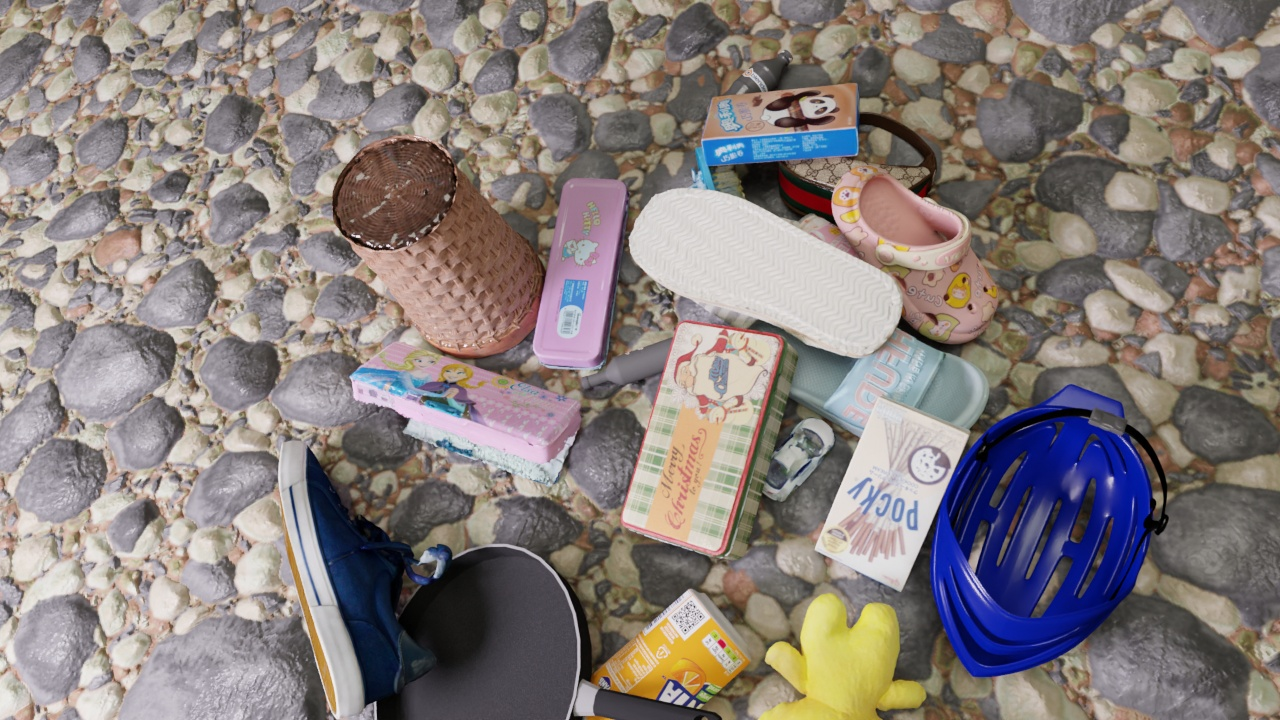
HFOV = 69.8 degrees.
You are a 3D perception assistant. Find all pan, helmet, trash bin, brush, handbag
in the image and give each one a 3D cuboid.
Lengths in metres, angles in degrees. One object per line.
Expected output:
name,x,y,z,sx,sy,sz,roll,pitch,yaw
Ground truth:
pan,-0.084,0.272,0.759,0.357,0.034,0.225,-2,65,34
helmet,0.303,0.123,0.688,0.148,0.228,0.241,23,78,20
trash bin,-0.191,-0.107,0.899,0.151,0.210,0.151,-4,69,10
brush,0.070,-0.162,0.948,0.075,0.055,0.135,-13,66,2
handbag,0.216,-0.202,0.937,0.166,0.063,0.138,25,58,25

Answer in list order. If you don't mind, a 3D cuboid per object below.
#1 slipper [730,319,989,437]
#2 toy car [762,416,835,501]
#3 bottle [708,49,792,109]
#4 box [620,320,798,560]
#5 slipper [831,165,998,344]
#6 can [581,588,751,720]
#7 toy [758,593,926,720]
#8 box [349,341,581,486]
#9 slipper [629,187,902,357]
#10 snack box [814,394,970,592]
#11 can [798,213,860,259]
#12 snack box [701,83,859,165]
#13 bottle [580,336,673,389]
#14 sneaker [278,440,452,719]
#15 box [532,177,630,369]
slipper,0.192,0.006,0.845,0.245,0.074,0.104,22,76,21
toy car,0.143,0.089,0.847,0.039,0.027,0.089,39,81,25
bottle,0.122,-0.298,1.000,0.110,0.036,0.036,-43,66,-6
box,0.063,0.069,0.832,0.118,0.050,0.205,12,80,37
slipper,0.257,-0.099,0.828,0.197,0.082,0.093,45,68,-8
can,0.019,0.266,0.776,0.142,0.079,0.079,-40,66,-5
toy,0.156,0.294,0.729,0.134,0.092,0.207,9,68,12
box,-0.174,0.056,0.926,0.230,0.077,0.084,17,36,19
slipper,0.113,-0.081,0.852,0.273,0.054,0.114,25,95,26
snack box,0.216,0.113,0.790,0.082,0.026,0.150,23,101,20
can,0.181,-0.096,0.890,0.076,0.067,0.067,37,80,23
snack box,0.142,-0.236,0.921,0.151,0.034,0.087,-1,43,16
bottle,-0.005,0.005,0.912,0.113,0.030,0.030,-19,66,5
sneaker,-0.263,0.181,0.864,0.127,0.121,0.294,-13,48,-29
box,-0.059,-0.093,0.962,0.076,0.036,0.213,4,70,10
